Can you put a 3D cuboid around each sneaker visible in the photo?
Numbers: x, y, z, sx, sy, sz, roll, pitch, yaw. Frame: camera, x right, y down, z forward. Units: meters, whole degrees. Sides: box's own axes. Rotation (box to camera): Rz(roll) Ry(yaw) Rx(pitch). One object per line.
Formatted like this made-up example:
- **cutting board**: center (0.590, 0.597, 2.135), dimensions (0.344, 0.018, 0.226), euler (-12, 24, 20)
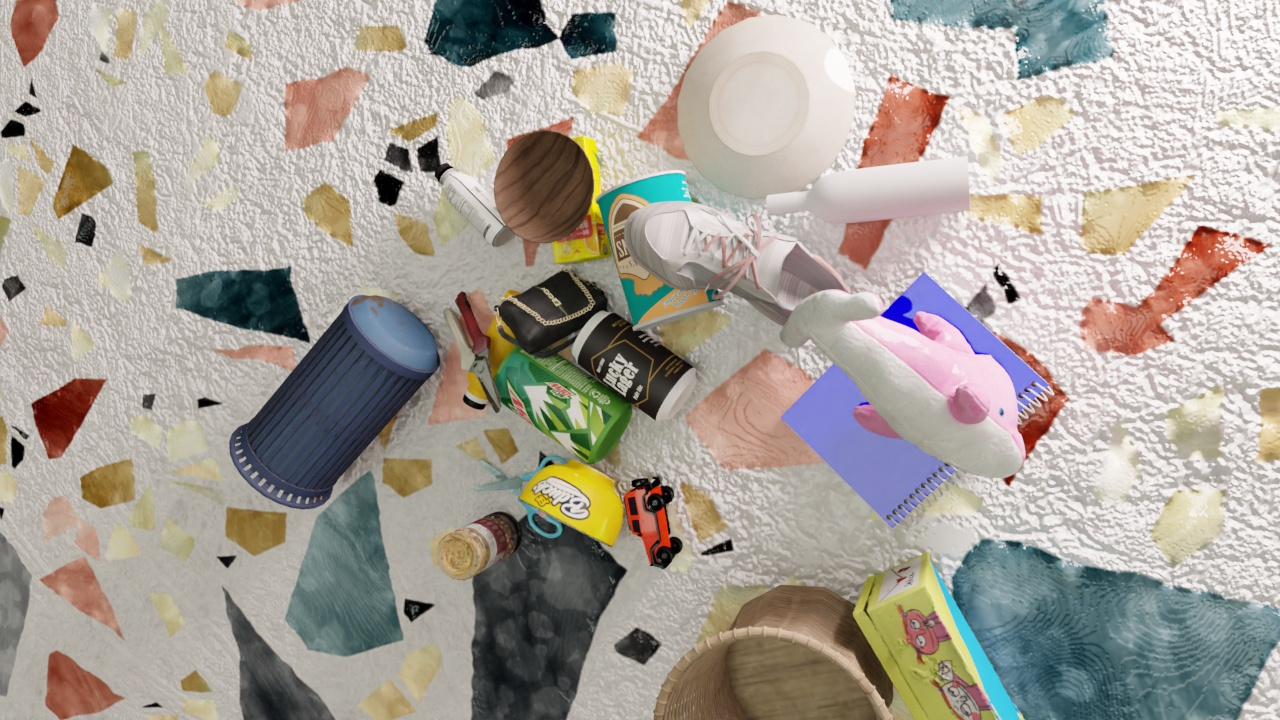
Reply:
- **sneaker**: center (0.103, -0.098, 0.892), dimensions (0.236, 0.090, 0.099), euler (20, 78, -16)

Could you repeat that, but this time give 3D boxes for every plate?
- **plate**: center (0.126, -0.264, 0.955), dimensions (0.189, 0.027, 0.189), euler (2, 95, 19)

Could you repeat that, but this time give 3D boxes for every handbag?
- **handbag**: center (-0.101, -0.056, 1.020), dimensions (0.079, 0.128, 0.054), euler (46, 151, 27)

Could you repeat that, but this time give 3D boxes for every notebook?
- **notebook**: center (0.276, 0.045, 0.934), dimensions (0.171, 0.022, 0.209), euler (46, 107, 12)

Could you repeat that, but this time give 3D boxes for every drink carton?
- **drink carton**: center (-0.073, -0.177, 1.026), dimensions (0.059, 0.042, 0.134), euler (-7, 93, 19)

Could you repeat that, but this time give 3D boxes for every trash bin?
- **trash bin**: center (-0.360, 0.045, 1.100), dimensions (0.250, 0.139, 0.139), euler (-46, 80, 16)

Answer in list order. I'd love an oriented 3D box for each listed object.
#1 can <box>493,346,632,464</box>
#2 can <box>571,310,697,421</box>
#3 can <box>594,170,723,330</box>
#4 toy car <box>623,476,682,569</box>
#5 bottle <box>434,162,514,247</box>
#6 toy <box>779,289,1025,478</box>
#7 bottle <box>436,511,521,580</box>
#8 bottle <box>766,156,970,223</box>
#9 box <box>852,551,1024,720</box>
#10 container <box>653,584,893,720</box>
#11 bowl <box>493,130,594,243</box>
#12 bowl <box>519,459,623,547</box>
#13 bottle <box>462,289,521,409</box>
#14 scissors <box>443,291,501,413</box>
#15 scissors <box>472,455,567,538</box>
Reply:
- **can**: center (-0.088, 0.045, 1.029), dimensions (0.144, 0.083, 0.083), euler (33, 104, 14)
- **can**: center (-0.006, 0.006, 1.003), dimensions (0.128, 0.071, 0.072), euler (35, 105, 14)
- **can**: center (0.020, -0.114, 0.968), dimensions (0.099, 0.099, 0.144), euler (-17, 89, 20)
- **toy car**: center (0.013, 0.181, 1.023), dimensions (0.049, 0.051, 0.100), euler (-10, 91, 17)
- **bottle**: center (-0.195, -0.185, 1.070), dimensions (0.116, 0.041, 0.041), euler (45, 107, 11)
- **toy**: center (0.263, 0.005, 0.862), dimensions (0.265, 0.187, 0.127), euler (35, 69, -10)
- **bottle**: center (-0.186, 0.214, 1.068), dimensions (0.056, 0.105, 0.056), euler (2, 95, 19)
- **bottle**: center (0.224, -0.165, 0.916), dimensions (0.195, 0.052, 0.052), euler (-3, 94, 20)
- **box**: center (0.301, 0.313, 0.896), dimensions (0.079, 0.124, 0.221), euler (-29, 87, 20)
- **container**: center (0.150, 0.343, 0.911), dimensions (0.227, 0.195, 0.227), euler (2, 95, 19)
- **bowl**: center (-0.099, -0.186, 0.994), dimensions (0.119, 0.032, 0.119), euler (2, 95, 21)
- **bowl**: center (-0.068, 0.153, 1.022), dimensions (0.117, 0.117, 0.067), euler (25, 78, 16)
- **bottle**: center (-0.166, -0.010, 1.074), dimensions (0.043, 0.043, 0.144), euler (31, 104, 14)
- **scissors**: center (-0.185, -0.014, 1.043), dimensions (0.189, 0.015, 0.140), euler (13, 80, 46)
- **scissors**: center (-0.135, 0.144, 1.093), dimensions (0.139, 0.015, 0.118), euler (35, 105, 8)
